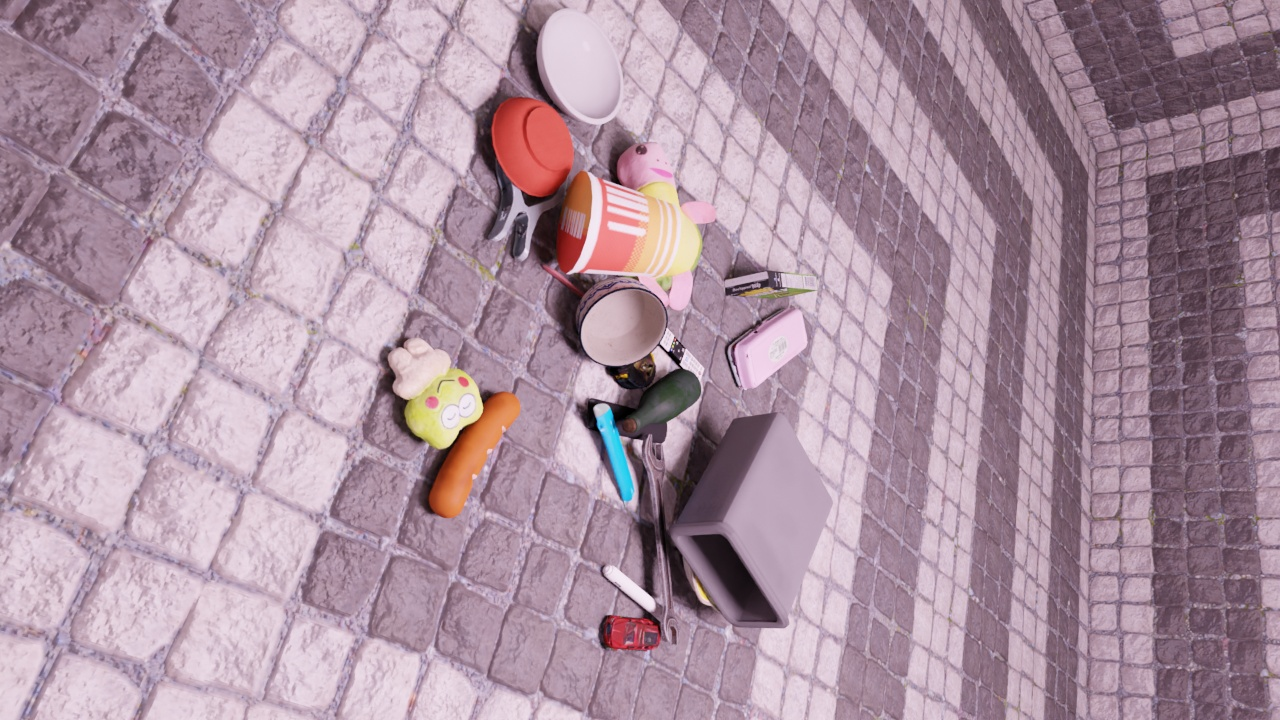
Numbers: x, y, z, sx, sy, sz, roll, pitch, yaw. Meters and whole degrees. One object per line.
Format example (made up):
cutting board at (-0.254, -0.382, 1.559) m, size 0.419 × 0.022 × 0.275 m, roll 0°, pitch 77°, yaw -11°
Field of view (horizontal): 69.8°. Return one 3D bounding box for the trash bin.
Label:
trash bin at (0.157, 0.212, 1.233) m, size 0.192 × 0.098 × 0.219 m, roll 58°, pitch 43°, yaw -23°

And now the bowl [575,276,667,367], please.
bowl at (-0.030, -0.056, 1.158) m, size 0.115 × 0.115 × 0.059 m, roll 40°, pitch 13°, yaw -38°

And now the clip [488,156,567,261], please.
clip at (-0.157, -0.217, 1.094) m, size 0.143 × 0.029 × 0.171 m, roll 44°, pitch 50°, yaw -34°

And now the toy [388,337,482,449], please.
toy at (-0.218, 0.031, 0.961) m, size 0.091 × 0.046 × 0.115 m, roll -44°, pitch 108°, yaw -41°

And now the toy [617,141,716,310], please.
toy at (0.016, -0.183, 1.242) m, size 0.189 × 0.088 × 0.238 m, roll -8°, pitch 83°, yaw -27°

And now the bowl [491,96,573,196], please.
bowl at (-0.120, -0.260, 1.096) m, size 0.121 × 0.035 × 0.122 m, roll 14°, pitch 71°, yaw -48°

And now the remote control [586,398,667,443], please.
remote control at (-0.014, 0.081, 1.208) m, size 0.151 × 0.020 × 0.041 m, roll 17°, pitch 71°, yaw -48°

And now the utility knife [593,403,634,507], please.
utility knife at (-0.033, 0.120, 1.167) m, size 0.031 × 0.015 × 0.158 m, roll -37°, pitch 122°, yaw -39°

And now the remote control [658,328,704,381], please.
remote control at (0.050, -0.013, 1.308) m, size 0.124 × 0.012 × 0.028 m, roll 46°, pitch 51°, yaw -34°

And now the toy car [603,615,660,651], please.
toy car at (-0.011, 0.344, 1.153) m, size 0.091 × 0.036 × 0.042 m, roll 20°, pitch 69°, yaw -40°

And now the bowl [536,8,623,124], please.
bowl at (-0.087, -0.376, 1.193) m, size 0.149 × 0.043 × 0.149 m, roll 12°, pitch 74°, yaw -48°

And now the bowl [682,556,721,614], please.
bowl at (0.115, 0.267, 1.293) m, size 0.218 × 0.060 × 0.188 m, roll -25°, pitch 101°, yaw -50°

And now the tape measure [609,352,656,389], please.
tape measure at (-0.007, 0.007, 1.216) m, size 0.062 × 0.038 × 0.067 m, roll 44°, pitch 51°, yaw -36°

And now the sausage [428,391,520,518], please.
sausage at (-0.180, 0.097, 0.996) m, size 0.044 × 0.039 × 0.163 m, roll 56°, pitch 46°, yaw -34°

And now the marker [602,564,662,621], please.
marker at (-0.006, 0.299, 1.179) m, size 0.133 × 0.020 × 0.017 m, roll 47°, pitch 65°, yaw -32°

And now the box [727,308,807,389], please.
box at (0.206, -0.020, 1.476) m, size 0.201 × 0.045 × 0.086 m, roll -33°, pitch 113°, yaw -48°

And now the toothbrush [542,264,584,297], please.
toothbrush at (-0.062, -0.075, 1.188) m, size 0.184 × 0.015 × 0.015 m, roll 34°, pitch 61°, yaw -39°

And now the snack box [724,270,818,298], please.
snack box at (0.210, -0.120, 1.461) m, size 0.147 × 0.080 × 0.025 m, roll -1°, pitch 84°, yaw -50°

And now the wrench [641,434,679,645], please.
wrench at (0.027, 0.233, 1.201) m, size 0.070 × 0.010 × 0.273 m, roll 17°, pitch 66°, yaw -67°

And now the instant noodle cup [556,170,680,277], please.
instant noodle cup at (-0.025, -0.159, 1.128) m, size 0.121 × 0.124 × 0.123 m, roll 8°, pitch 75°, yaw -23°

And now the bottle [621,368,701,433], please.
bottle at (0.023, 0.059, 1.205) m, size 0.173 × 0.055 × 0.055 m, roll -31°, pitch 106°, yaw -59°
